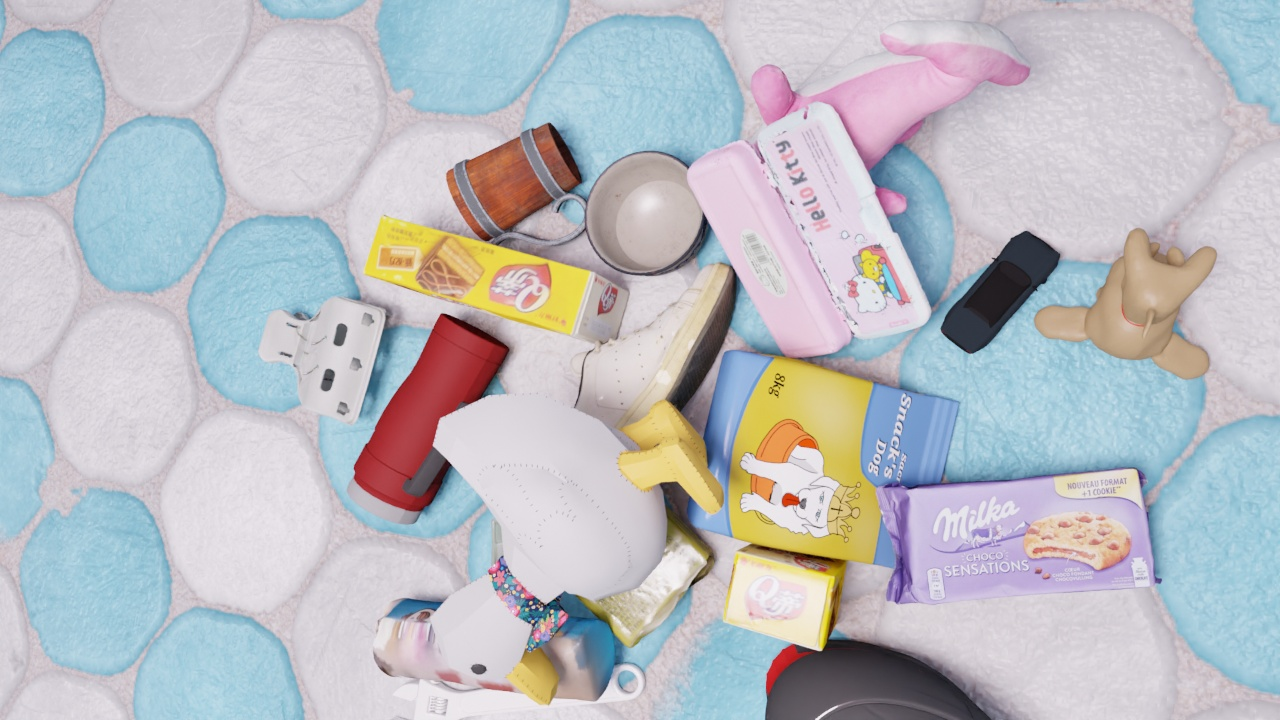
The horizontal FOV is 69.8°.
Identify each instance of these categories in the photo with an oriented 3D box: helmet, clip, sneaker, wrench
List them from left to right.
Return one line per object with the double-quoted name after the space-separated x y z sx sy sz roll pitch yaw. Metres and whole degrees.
-0.327 -0.008 0.975 0.151 0.091 0.125 16 89 33 "clip"
-0.134 0.192 0.900 0.023 0.035 0.074 -8 77 19 "clip"
-0.125 0.328 0.892 0.274 0.018 0.066 -13 82 16 "wrench"
-0.005 0.005 0.831 0.102 0.089 0.241 31 83 19 "sneaker"
0.202 0.328 0.704 0.265 0.169 0.164 33 96 17 "helmet"

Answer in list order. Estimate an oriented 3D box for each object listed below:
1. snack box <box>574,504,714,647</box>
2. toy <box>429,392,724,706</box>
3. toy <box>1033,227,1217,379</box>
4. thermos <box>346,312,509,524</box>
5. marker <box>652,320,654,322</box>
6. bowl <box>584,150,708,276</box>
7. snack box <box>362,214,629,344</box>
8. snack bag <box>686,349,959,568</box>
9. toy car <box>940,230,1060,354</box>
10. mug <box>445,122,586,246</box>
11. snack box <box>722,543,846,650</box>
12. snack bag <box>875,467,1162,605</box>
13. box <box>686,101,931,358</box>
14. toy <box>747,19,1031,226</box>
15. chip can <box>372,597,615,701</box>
-0.030 0.166 0.861 0.181 0.045 0.121 42 96 14 "snack box"
-0.069 0.133 0.710 0.268 0.140 0.247 -34 109 6 "toy"
0.390 -0.046 0.712 0.134 0.108 0.105 20 75 19 "toy"
-0.204 0.061 0.897 0.108 0.084 0.198 32 95 55 "thermos"
-0.001 -0.013 0.882 0.139 0.016 0.022 -37 106 11 "marker"
0.012 -0.132 0.862 0.116 0.059 0.115 -2 85 18 "bowl"
-0.137 -0.074 0.880 0.230 0.110 0.061 17 89 19 "snack box"
0.157 0.086 0.785 0.205 0.102 0.159 13 90 -1 "snack bag"
0.303 -0.057 0.774 0.046 0.034 0.112 42 98 17 "toy car"
-0.114 -0.162 0.903 0.111 0.081 0.117 -26 96 11 "mug"
0.124 0.194 0.774 0.084 0.105 0.061 11 89 19 "snack box"
0.297 0.139 0.734 0.205 0.058 0.096 -6 87 8 "snack bag"
0.134 -0.096 0.758 0.155 0.044 0.201 -12 114 53 "box"
0.180 -0.178 0.748 0.266 0.186 0.127 -22 71 53 "toy"
-0.140 0.267 0.852 0.230 0.079 0.079 -2 84 27 "chip can"
